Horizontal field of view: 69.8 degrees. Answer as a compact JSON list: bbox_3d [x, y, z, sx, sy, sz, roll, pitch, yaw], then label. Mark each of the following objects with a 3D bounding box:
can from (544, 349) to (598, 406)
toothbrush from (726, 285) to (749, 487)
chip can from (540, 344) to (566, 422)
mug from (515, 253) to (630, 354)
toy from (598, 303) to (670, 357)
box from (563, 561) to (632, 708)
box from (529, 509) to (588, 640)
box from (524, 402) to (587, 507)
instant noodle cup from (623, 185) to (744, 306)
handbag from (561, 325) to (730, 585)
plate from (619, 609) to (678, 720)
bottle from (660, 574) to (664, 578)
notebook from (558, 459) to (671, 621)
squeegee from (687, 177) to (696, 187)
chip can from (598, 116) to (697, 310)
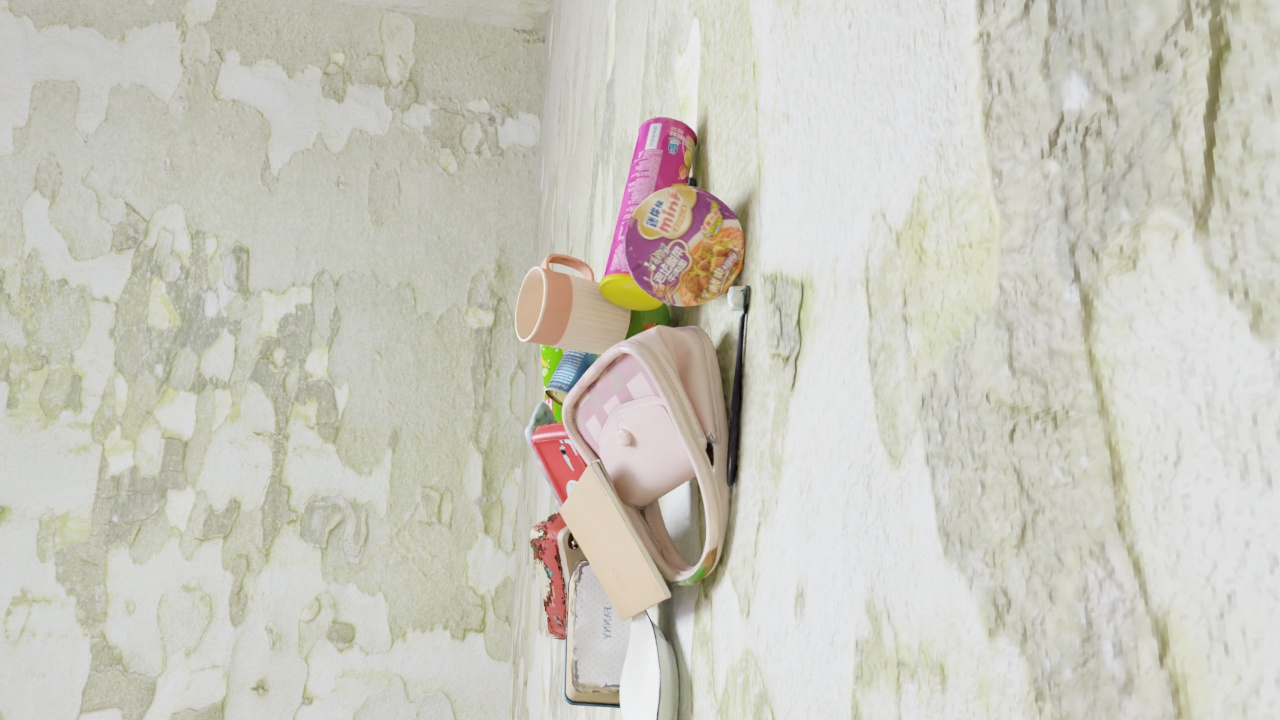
[{"bbox_3d":[-0.067,0.009,1.194,0.111,0.075,0.075,-64,5,-17],"label":"can"},{"bbox_3d":[0.083,0.022,0.818,0.016,0.018,0.181,174,99,-75],"label":"toothbrush"},{"bbox_3d":[-0.105,0.037,1.304,0.072,0.072,0.236,136,130,-73],"label":"chip can"},{"bbox_3d":[-0.076,-0.065,1.022,0.082,0.105,0.114,-45,42,47],"label":"mug"},{"bbox_3d":[-0.006,0.006,1.076,0.227,0.090,0.246,138,134,-69],"label":"toy"},{"bbox_3d":[-0.048,0.344,1.141,0.061,0.089,0.183,110,165,-51],"label":"box"},{"bbox_3d":[-0.099,0.296,1.264,0.091,0.076,0.168,-25,-72,-54],"label":"box"},{"bbox_3d":[-0.070,0.149,1.168,0.098,0.119,0.201,-51,-56,-49],"label":"box"},{"bbox_3d":[0.037,-0.104,0.886,0.099,0.111,0.111,170,104,-86],"label":"instant noodle cup"},{"bbox_3d":[0.020,0.100,0.889,0.194,0.093,0.234,-43,62,54],"label":"handbag"},{"bbox_3d":[0.012,0.356,0.985,0.164,0.034,0.164,-111,28,-66],"label":"plate"},{"bbox_3d":[0.002,0.232,1.027,0.206,0.059,0.059,129,144,-69],"label":"bottle"},{"bbox_3d":[-0.032,0.199,0.975,0.149,0.012,0.212,59,158,12],"label":"notebook"},{"bbox_3d":[-0.019,-0.126,1.166,0.250,0.040,0.247,-53,18,6],"label":"squeegee"},{"bbox_3d":[0.012,-0.162,1.006,0.072,0.071,0.210,121,163,-66],"label":"chip can"}]
